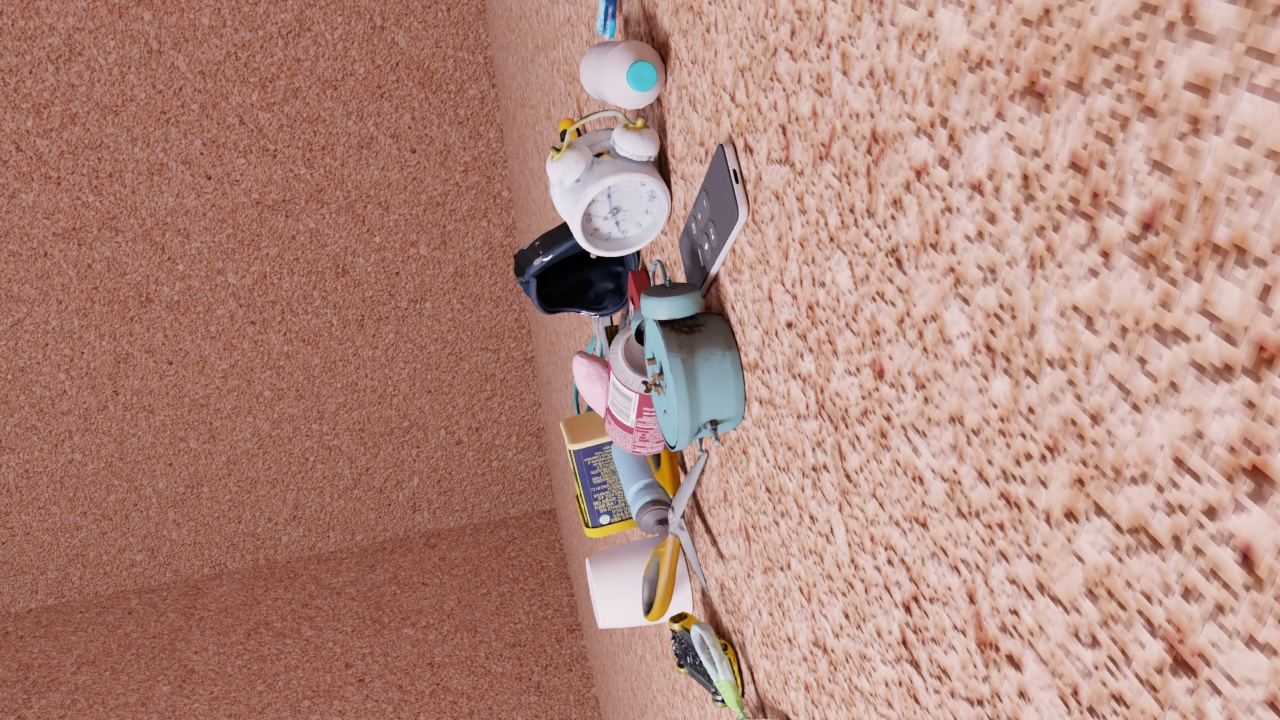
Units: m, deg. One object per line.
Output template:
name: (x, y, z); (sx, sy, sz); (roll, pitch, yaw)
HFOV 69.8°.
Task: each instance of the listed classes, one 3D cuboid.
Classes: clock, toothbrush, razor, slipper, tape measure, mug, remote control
clock: (0.026, -0.004, 0.581); (0.090, 0.053, 0.124); (125, 135, -76)
clock: (-0.024, -0.129, 0.655); (0.118, 0.083, 0.057); (74, 174, -50)
toothbrush: (-0.059, -0.177, 1.002); (0.031, 0.030, 0.196); (124, 134, -71)
razor: (-0.015, -0.038, 0.906); (0.106, 0.026, 0.042); (109, 152, -64)
slipper: (-0.053, 0.026, 1.113); (0.098, 0.054, 0.269); (-128, 31, -67)
tape measure: (0.001, -0.044, 0.800); (0.051, 0.019, 0.059); (92, 165, -51)
mug: (-0.005, 0.215, 0.894); (0.114, 0.087, 0.081); (147, 113, -80)
slipper: (-0.053, -0.074, 0.836); (0.083, 0.109, 0.265); (61, 179, -3)
remote control: (0.041, -0.078, 0.552); (0.147, 0.008, 0.045); (114, 145, -74)

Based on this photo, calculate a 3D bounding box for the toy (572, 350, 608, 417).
toy: (-0.026, 0.035, 0.927); (0.093, 0.050, 0.102); (52, -171, 28)

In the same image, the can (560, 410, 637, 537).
can: (-0.042, 0.120, 1.024); (0.135, 0.075, 0.104); (-134, 30, -77)

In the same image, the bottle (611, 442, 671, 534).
bottle: (0.003, 0.121, 0.897); (0.130, 0.040, 0.040); (-113, 16, -55)

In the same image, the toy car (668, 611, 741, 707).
toy car: (0.053, 0.238, 0.734); (0.107, 0.030, 0.049); (-160, 60, -64)

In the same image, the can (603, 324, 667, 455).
can: (0.006, 0.023, 0.696); (0.114, 0.063, 0.063); (98, 161, -58)

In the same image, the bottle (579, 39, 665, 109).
bottle: (-0.012, -0.200, 0.639); (0.136, 0.044, 0.044); (-123, 25, -68)

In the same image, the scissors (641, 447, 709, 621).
scissors: (0.024, 0.135, 0.773); (0.225, 0.016, 0.230); (-110, 26, -58)

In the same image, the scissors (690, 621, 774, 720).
scissors: (0.070, 0.250, 0.637); (0.172, 0.024, 0.165); (123, 137, -61)

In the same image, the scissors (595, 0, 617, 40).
scissors: (-0.021, -0.276, 0.650); (0.134, 0.011, 0.140); (107, 165, -53)
